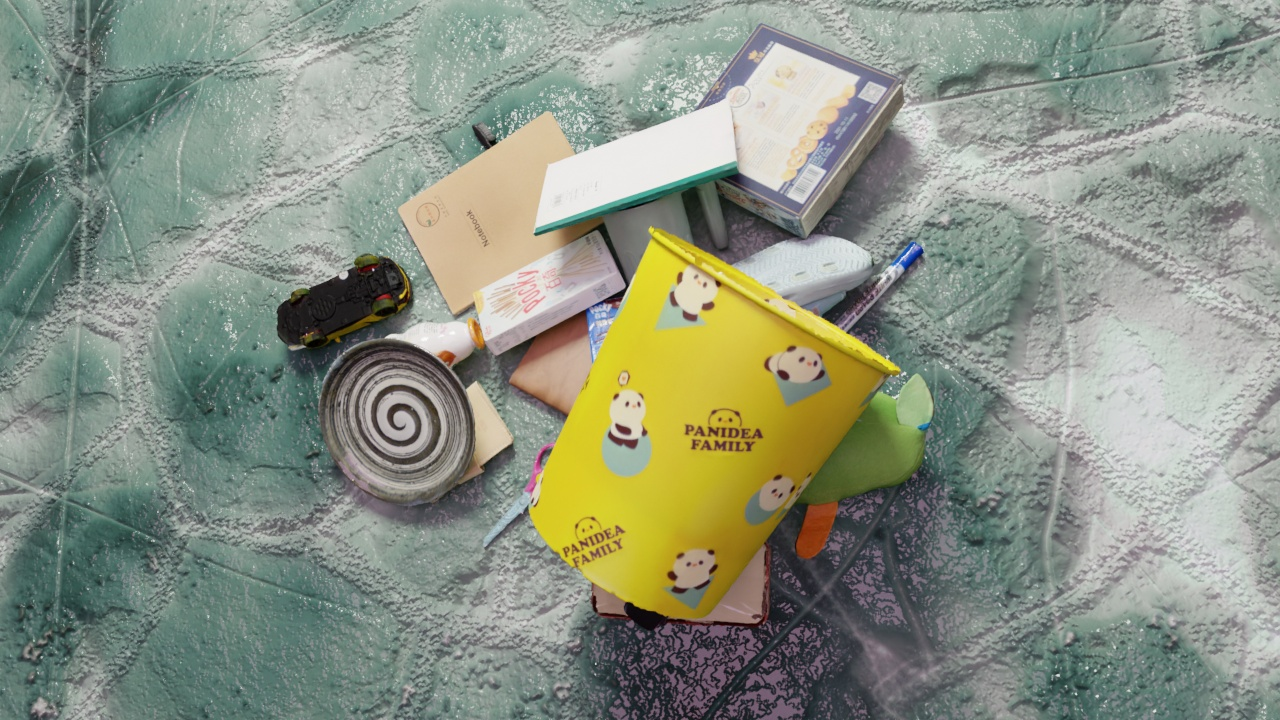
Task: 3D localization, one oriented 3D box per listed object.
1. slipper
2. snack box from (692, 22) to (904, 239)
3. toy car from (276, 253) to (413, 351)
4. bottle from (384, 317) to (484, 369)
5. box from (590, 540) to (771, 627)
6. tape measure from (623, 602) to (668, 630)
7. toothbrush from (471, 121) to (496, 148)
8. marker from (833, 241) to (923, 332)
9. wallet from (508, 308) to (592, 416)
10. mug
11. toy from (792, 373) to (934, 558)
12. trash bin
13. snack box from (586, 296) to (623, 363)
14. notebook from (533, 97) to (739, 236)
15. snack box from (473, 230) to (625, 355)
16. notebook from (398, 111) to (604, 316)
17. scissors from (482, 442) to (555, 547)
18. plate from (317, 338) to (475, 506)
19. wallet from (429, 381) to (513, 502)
[{"bbox_3d":[0.122,-0.055,0.910,0.245,0.104,0.074,-22,118,-9],"label":"slipper"},{"bbox_3d":[0.148,-0.244,0.957,0.182,0.046,0.178,34,85,29],"label":"snack box"},{"bbox_3d":[-0.332,-0.063,1.023,0.156,0.041,0.071,-25,75,2],"label":"toy car"},{"bbox_3d":[-0.223,-0.011,0.981,0.108,0.063,0.063,-20,75,6],"label":"bottle"},{"bbox_3d":[0.039,0.206,0.882,0.168,0.076,0.091,1,79,10],"label":"box"},{"bbox_3d":[0.015,0.212,0.821,0.039,0.057,0.058,37,89,11],"label":"tape measure"},{"bbox_3d":[-0.128,-0.206,1.034,0.016,0.014,0.189,-36,74,-26],"label":"toothbrush"},{"bbox_3d":[0.234,-0.064,0.937,0.017,0.017,0.145,44,88,15],"label":"marker"},{"bbox_3d":[-0.069,-0.001,0.976,0.101,0.020,0.115,29,81,15],"label":"wallet"},{"bbox_3d":[0.029,-0.137,0.936,0.123,0.103,0.083,-27,32,-11],"label":"mug"},{"bbox_3d":[0.154,0.082,0.876,0.247,0.090,0.226,-4,59,17],"label":"toy"},{"bbox_3d":[0.046,0.055,0.760,0.229,0.229,0.255,33,100,15],"label":"trash bin"},{"bbox_3d":[-0.005,0.005,0.927,0.084,0.026,0.157,-11,60,5],"label":"snack box"},{"bbox_3d":[-0.005,-0.195,0.924,0.209,0.012,0.150,-16,37,14],"label":"notebook"},{"bbox_3d":[-0.099,-0.073,0.974,0.157,0.027,0.084,-27,44,3],"label":"snack box"},{"bbox_3d":[-0.154,-0.164,1.021,0.208,0.008,0.147,-31,78,6],"label":"notebook"},{"bbox_3d":[-0.118,0.145,0.954,0.133,0.017,0.057,-48,60,1],"label":"scissors"},{"bbox_3d":[-0.250,0.062,0.950,0.179,0.024,0.179,3,104,14],"label":"plate"},{"bbox_3d":[-0.197,0.089,0.978,0.115,0.024,0.087,-36,70,1],"label":"wallet"}]
